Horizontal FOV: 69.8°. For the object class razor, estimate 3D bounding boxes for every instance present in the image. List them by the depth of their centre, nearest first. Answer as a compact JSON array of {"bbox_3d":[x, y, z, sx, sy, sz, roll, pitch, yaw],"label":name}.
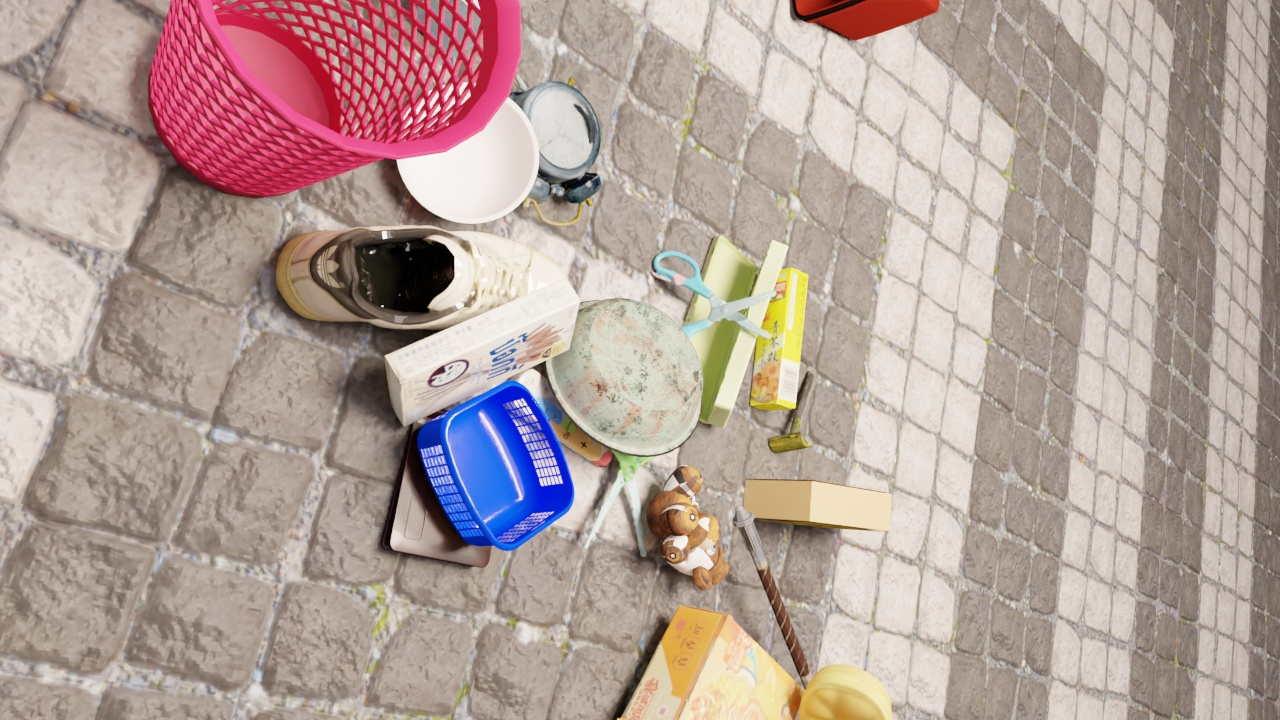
[{"bbox_3d":[0.172,0.052,0.984,0.026,0.043,0.105,44,51,-24],"label":"razor"}]

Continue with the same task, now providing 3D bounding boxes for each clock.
[{"bbox_3d":[-0.078,-0.179,0.791,0.090,0.052,0.129,-11,96,-39],"label":"clock"}]

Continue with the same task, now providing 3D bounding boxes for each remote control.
[{"bbox_3d":[-0.065,0.051,0.797,0.125,0.018,0.038,37,63,-32],"label":"remote control"}]

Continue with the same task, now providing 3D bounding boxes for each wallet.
[{"bbox_3d":[-0.149,0.100,0.726,0.091,0.018,0.115,21,70,-35],"label":"wallet"}]

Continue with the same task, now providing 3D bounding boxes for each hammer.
[{"bbox_3d":[0.152,0.284,0.894,0.044,0.099,0.322,-33,106,-42],"label":"hammer"}]

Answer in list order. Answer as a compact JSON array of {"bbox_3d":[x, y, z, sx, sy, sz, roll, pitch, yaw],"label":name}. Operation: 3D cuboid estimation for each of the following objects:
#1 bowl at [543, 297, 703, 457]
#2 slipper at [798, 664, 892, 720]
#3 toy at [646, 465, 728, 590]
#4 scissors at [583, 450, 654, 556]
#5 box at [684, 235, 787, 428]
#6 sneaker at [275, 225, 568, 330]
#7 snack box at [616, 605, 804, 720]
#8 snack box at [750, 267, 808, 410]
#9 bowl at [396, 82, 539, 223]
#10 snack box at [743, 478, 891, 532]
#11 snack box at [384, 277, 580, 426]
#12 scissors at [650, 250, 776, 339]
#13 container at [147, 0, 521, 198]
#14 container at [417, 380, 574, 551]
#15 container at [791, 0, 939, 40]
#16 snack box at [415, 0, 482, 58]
[{"bbox_3d":[-0.005,0.005,0.797,0.157,0.039,0.157,17,53,-24],"label":"bowl"},{"bbox_3d":[0.177,0.402,0.847,0.078,0.100,0.264,-42,138,-56],"label":"slipper"},{"bbox_3d":[0.047,0.161,0.844,0.112,0.067,0.087,51,29,-26],"label":"toy"},{"bbox_3d":[-0.015,0.095,0.825,0.170,0.023,0.169,-58,137,-36],"label":"scissors"},{"bbox_3d":[0.092,-0.029,0.913,0.078,0.089,0.187,57,47,-58],"label":"box"},{"bbox_3d":[-0.139,-0.064,0.694,0.241,0.103,0.089,0,85,-40],"label":"sneaker"},{"bbox_3d":[0.047,0.340,0.815,0.145,0.081,0.194,49,57,-30],"label":"snack box"},{"bbox_3d":[0.145,-0.022,0.962,0.029,0.040,0.148,17,75,-38],"label":"snack box"},{"bbox_3d":[-0.139,-0.161,0.735,0.110,0.040,0.110,0,89,-14],"label":"bowl"},{"bbox_3d":[0.182,0.149,0.942,0.125,0.088,0.040,14,77,-37],"label":"snack box"},{"bbox_3d":[-0.118,-0.006,0.697,0.149,0.082,0.026,-26,70,-24],"label":"snack box"},{"bbox_3d":[0.057,-0.042,0.870,0.125,0.136,0.015,-57,165,-5],"label":"scissors"},{"bbox_3d":[-0.212,-0.188,0.568,0.183,0.226,0.183,5,82,-39],"label":"container"},{"bbox_3d":[-0.115,0.082,0.710,0.096,0.058,0.114,-31,100,-41],"label":"container"},{"bbox_3d":[0.233,-0.448,1.010,0.200,0.148,0.127,11,77,-47],"label":"container"},{"bbox_3d":[-0.115,-0.334,0.761,0.053,0.075,0.174,41,62,-29],"label":"snack box"}]
